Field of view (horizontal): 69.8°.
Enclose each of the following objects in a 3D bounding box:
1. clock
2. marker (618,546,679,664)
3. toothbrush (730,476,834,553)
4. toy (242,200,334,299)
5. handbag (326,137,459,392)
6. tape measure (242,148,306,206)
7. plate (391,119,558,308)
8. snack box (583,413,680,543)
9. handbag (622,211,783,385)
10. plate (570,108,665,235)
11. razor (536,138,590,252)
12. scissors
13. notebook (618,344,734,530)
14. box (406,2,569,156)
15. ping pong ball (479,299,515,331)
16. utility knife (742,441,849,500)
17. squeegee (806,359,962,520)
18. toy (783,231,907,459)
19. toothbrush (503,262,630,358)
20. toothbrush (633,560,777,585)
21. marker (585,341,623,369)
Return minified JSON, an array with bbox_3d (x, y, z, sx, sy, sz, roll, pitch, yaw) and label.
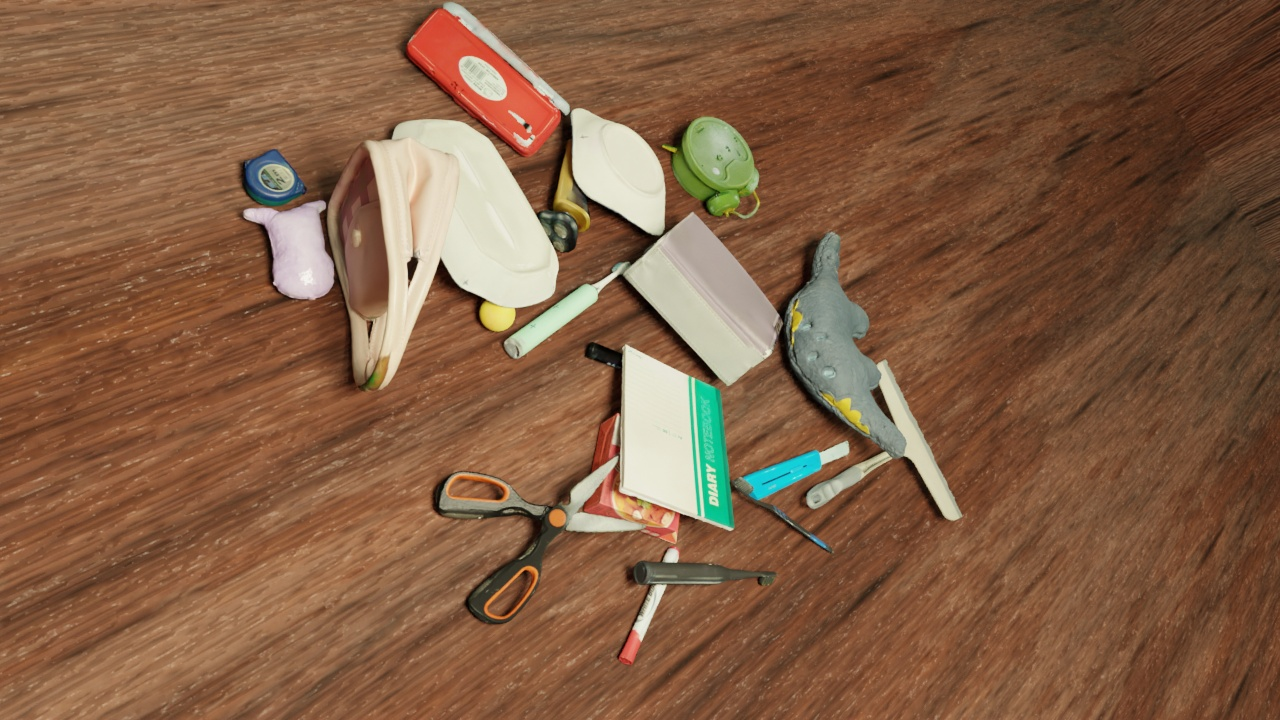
[{"bbox_3d":[0.111,-0.271,1.310,0.161,0.056,0.115,48,52,-5],"label":"clock"},{"bbox_3d":[0.012,0.269,1.019,0.017,0.017,0.144,38,53,-13],"label":"marker"},{"bbox_3d":[0.182,0.196,1.153,0.189,0.016,0.014,36,12,-23],"label":"toothbrush"},{"bbox_3d":[-0.353,-0.112,0.942,0.083,0.039,0.108,-12,81,-30],"label":"toy"},{"bbox_3d":[-0.252,-0.083,0.908,0.093,0.194,0.234,7,73,-29],"label":"handbag"},{"bbox_3d":[-0.388,-0.189,0.963,0.058,0.025,0.054,50,53,1],"label":"tape measure"},{"bbox_3d":[-0.185,-0.181,1.058,0.161,0.034,0.265,-15,71,-48],"label":"plate"},{"bbox_3d":[0.007,0.137,1.059,0.127,0.044,0.113,24,57,-23],"label":"snack box"},{"bbox_3d":[0.087,-0.082,1.180,0.197,0.099,0.144,48,35,-4],"label":"handbag"},{"bbox_3d":[-0.020,-0.255,1.200,0.163,0.034,0.164,25,47,-36],"label":"plate"},{"bbox_3d":[-0.092,-0.215,1.158,0.067,0.062,0.167,7,56,-4],"label":"razor"},{"bbox_3d":[-0.109,0.176,0.958,0.221,0.022,0.230,26,66,-11],"label":"scissors"},{"bbox_3d":[0.041,0.088,1.069,0.150,0.012,0.208,24,42,-25],"label":"notebook"},{"bbox_3d":[-0.188,-0.358,1.166,0.201,0.100,0.112,39,87,-14],"label":"box"},{"bbox_3d":[-0.162,-0.053,1.039,0.040,0.040,0.040,14,62,-28],"label":"ping pong ball"},{"bbox_3d":[0.211,0.140,1.210,0.208,0.018,0.034,-16,78,-38],"label":"utility knife"},{"bbox_3d":[0.301,0.151,1.251,0.245,0.039,0.246,-22,84,-34],"label":"squeegee"},{"bbox_3d":[0.265,-0.028,1.267,0.137,0.092,0.355,-2,62,-12],"label":"toy"},{"bbox_3d":[-0.081,-0.068,1.108,0.223,0.027,0.026,-40,129,-39],"label":"toothbrush"},{"bbox_3d":[0.082,0.247,1.057,0.212,0.026,0.027,12,101,-38],"label":"toothbrush"},{"bbox_3d":[-0.007,0.007,1.127,0.132,0.020,0.022,21,42,-25],"label":"marker"}]
